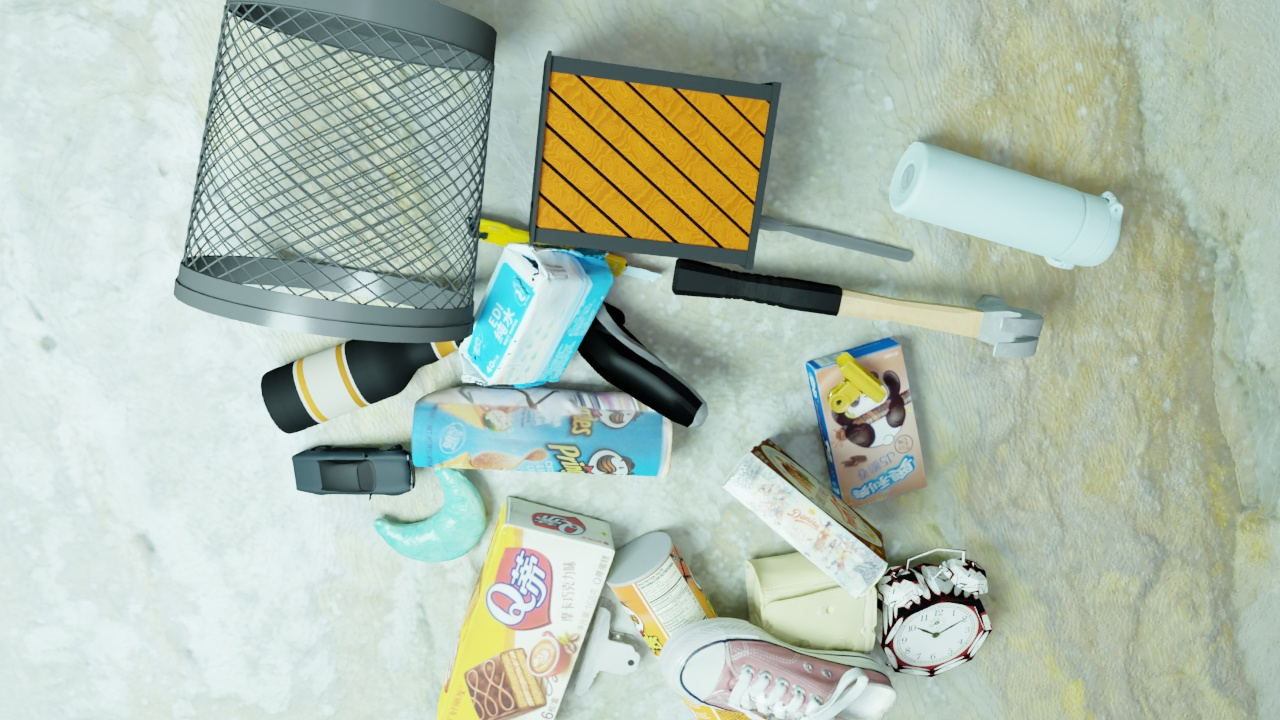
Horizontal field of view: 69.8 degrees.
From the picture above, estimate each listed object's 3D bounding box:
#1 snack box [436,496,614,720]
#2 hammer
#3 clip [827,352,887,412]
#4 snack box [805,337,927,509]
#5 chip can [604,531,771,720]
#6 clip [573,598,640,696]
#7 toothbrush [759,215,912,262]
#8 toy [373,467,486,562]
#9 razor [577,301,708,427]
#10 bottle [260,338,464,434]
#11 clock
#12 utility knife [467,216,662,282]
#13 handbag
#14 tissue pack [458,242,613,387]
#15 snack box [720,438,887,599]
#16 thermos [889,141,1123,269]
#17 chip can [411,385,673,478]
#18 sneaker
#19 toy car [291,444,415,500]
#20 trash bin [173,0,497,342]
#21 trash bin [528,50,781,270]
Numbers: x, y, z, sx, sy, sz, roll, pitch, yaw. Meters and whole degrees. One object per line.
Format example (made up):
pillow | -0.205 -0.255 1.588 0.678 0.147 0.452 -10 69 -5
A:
snack box | -0.113 0.256 0.883 0.110 0.061 0.230 17 103 -11
hammer | 0.192 -0.051 0.823 0.328 0.131 0.039 9 103 0
clip | 0.194 0.026 0.840 0.054 0.045 0.049 39 71 -15
snack box | 0.218 0.062 0.886 0.087 0.034 0.151 -16 106 -2
chip can | 0.048 0.276 0.901 0.075 0.075 0.215 -30 106 1
clip | -0.030 0.291 0.931 0.058 0.050 0.102 13 104 -17
toothbrush | 0.175 -0.113 0.846 0.167 0.013 0.013 11 103 -11
toy | -0.188 0.149 0.858 0.105 0.033 0.085 -42 111 14
razor | -0.005 0.005 0.806 0.156 0.060 0.057 46 134 20
bottle | -0.233 0.006 0.803 0.181 0.059 0.059 -21 106 -1
clock | 0.288 0.242 0.924 0.114 0.065 0.155 -7 121 -5
utility knife | -0.067 -0.097 0.814 0.179 0.031 0.017 12 67 -11
handbag | 0.169 0.244 0.905 0.119 0.081 0.111 -9 111 -6
tissue pack | -0.091 -0.036 0.770 0.061 0.092 0.145 43 117 28
snack box | 0.149 0.135 0.816 0.147 0.143 0.041 40 98 11
thermos | 0.333 -0.138 0.831 0.206 0.065 0.078 14 125 -11
chip can | -0.087 0.063 0.829 0.229 0.079 0.080 3 104 -7
sneaker | 0.134 0.303 0.834 0.241 0.087 0.118 15 107 -17
toy car | -0.260 0.101 0.830 0.112 0.034 0.046 -1 105 8
trash bin | -0.218 -0.148 0.689 0.217 0.217 0.227 9 99 -9
trash bin | 0.002 -0.162 0.745 0.171 0.139 0.140 5 104 -8
